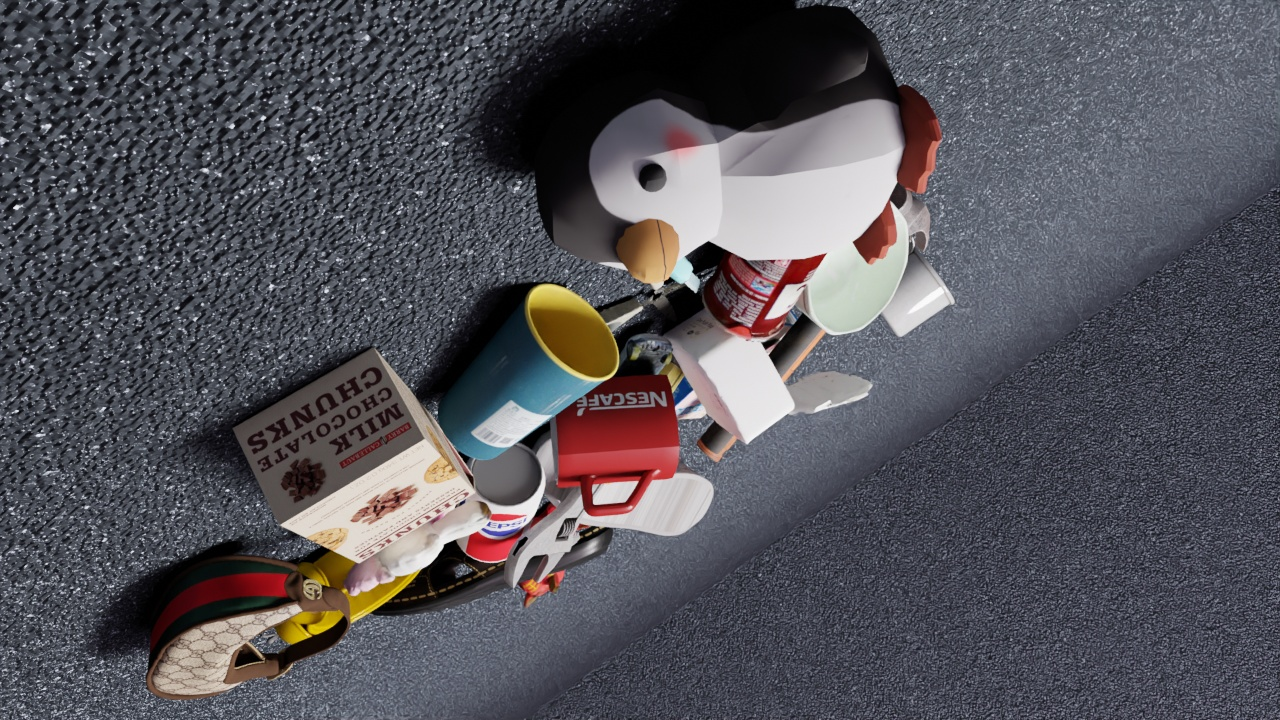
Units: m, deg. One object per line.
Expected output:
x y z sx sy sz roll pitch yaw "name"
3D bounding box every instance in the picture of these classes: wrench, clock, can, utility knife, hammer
-0.033 0.091 0.833 0.273 0.018 0.083 -56 150 -3 "wrench"
-0.263 0.199 0.810 0.151 0.052 0.114 -25 159 -36 "clock"
-0.128 0.128 0.824 0.070 0.070 0.132 -24 158 -27 "can"
0.022 -0.069 0.649 0.022 0.015 0.141 -61 155 0 "utility knife"
0.165 -0.027 0.890 0.315 0.035 0.137 -52 154 15 "hammer"

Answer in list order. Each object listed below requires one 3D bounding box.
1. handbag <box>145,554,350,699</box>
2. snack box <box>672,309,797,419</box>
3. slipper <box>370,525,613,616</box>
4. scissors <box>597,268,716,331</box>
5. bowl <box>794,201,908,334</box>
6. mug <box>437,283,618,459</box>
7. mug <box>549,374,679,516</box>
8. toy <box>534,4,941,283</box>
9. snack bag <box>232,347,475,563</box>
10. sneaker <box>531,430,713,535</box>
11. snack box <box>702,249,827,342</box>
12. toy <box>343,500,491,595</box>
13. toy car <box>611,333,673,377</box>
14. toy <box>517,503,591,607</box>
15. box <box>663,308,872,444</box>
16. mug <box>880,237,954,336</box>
-0.300 0.212 0.708 0.138 0.063 0.167 15 132 -34 "handbag"
0.082 0.002 0.920 0.154 0.033 0.087 -44 157 25 "snack box"
-0.159 0.200 0.938 0.268 0.075 0.113 -19 166 5 "slipper"
0.003 -0.052 0.696 0.170 0.012 0.158 -31 160 -21 "scissors"
0.163 -0.086 0.770 0.117 0.061 0.118 -17 121 -30 "bowl"
-0.083 0.014 0.632 0.122 0.078 0.078 -41 160 30 "mug"
-0.021 0.071 0.750 0.096 0.116 0.081 -3 150 -9 "mug"
0.033 -0.112 0.480 0.184 0.140 0.159 -14 157 -9 "toy"
-0.179 0.080 0.634 0.094 0.070 0.206 -31 160 -9 "snack bag"
-0.031 0.109 0.926 0.236 0.089 0.099 27 93 -42 "sneaker"
0.100 -0.079 0.691 0.072 0.072 0.122 -20 152 -34 "snack box"
-0.181 0.145 0.731 0.122 0.038 0.079 -35 -156 -24 "toy"
-0.005 0.005 0.787 0.038 0.027 0.090 5 146 -25 "toy car"
-0.099 0.220 1.051 0.132 0.094 0.088 -18 155 -42 "toy"
0.119 0.011 0.792 0.132 0.152 0.107 -34 -163 -4 "box"
0.272 -0.085 0.966 0.071 0.084 0.113 -36 127 13 "mug"
